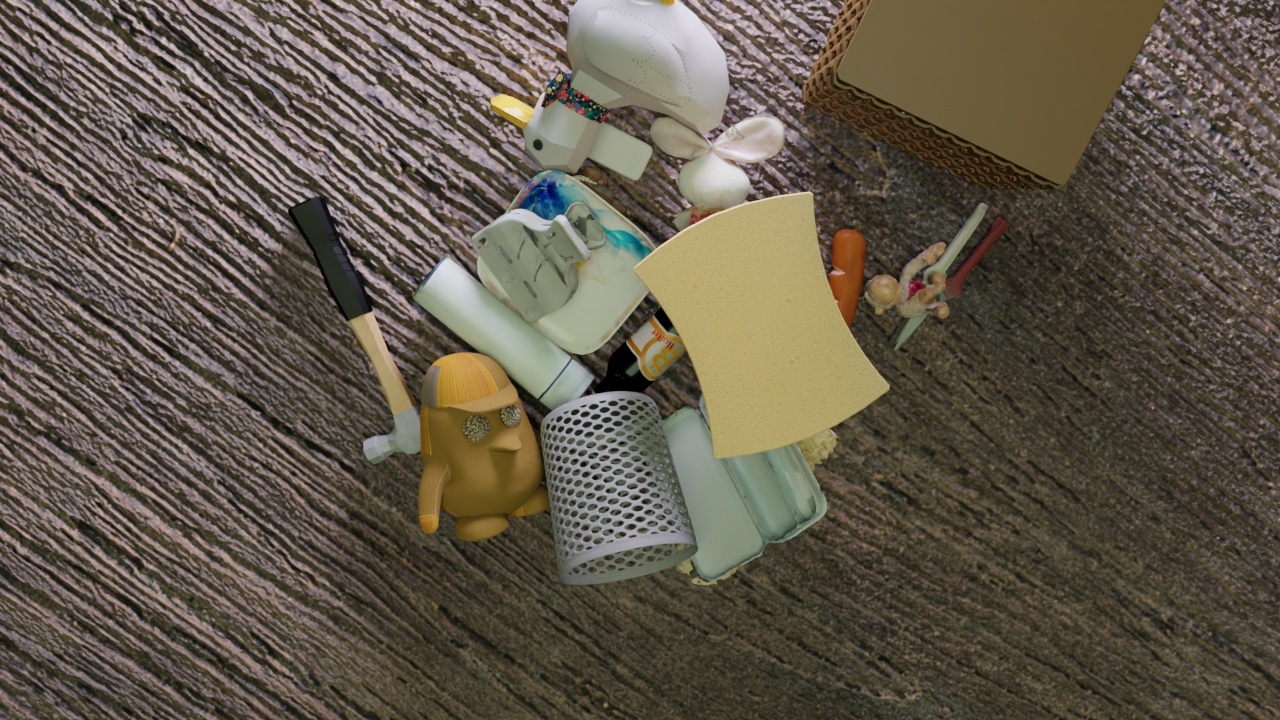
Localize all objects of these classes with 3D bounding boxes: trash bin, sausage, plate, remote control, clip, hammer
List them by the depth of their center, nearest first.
[{"bbox_3d":[-0.111,-0.121,1.045,0.144,0.074,0.125,-28,108,30],"label":"clip"},{"bbox_3d":[-0.031,0.145,1.052,0.156,0.156,0.183,-15,67,5],"label":"trash bin"},{"bbox_3d":[-0.058,-0.262,1.078,0.146,0.008,0.045,26,101,-3],"label":"remote control"},{"bbox_3d":[-0.085,-0.113,1.080,0.187,0.016,0.187,38,118,-5],"label":"plate"},{"bbox_3d":[0.235,-0.073,1.088,0.044,0.039,0.164,12,101,6],"label":"sausage"},{"bbox_3d":[-0.334,-0.040,1.117,0.131,0.039,0.328,-23,99,5],"label":"hammer"}]

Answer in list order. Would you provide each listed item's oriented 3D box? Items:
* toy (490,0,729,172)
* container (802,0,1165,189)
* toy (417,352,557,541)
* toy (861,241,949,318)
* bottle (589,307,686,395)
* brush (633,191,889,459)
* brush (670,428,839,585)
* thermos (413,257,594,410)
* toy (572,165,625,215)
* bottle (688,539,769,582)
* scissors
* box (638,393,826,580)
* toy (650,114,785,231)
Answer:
[{"bbox_3d":[-0.023,-0.317,1.003,0.247,0.140,0.268,24,109,1],"label":"toy"},{"bbox_3d":[0.338,-0.327,0.946,0.251,0.214,0.220,25,101,-3],"label":"container"},{"bbox_3d":[-0.185,0.089,1.068,0.163,0.198,0.203,1,108,47],"label":"toy"},{"bbox_3d":[0.306,-0.087,1.068,0.106,0.074,0.085,-6,63,37],"label":"toy"},{"bbox_3d":[-0.007,0.006,1.102,0.182,0.059,0.059,-43,97,9],"label":"bottle"},{"bbox_3d":[0.125,-0.038,0.971,0.195,0.075,0.250,-23,97,7],"label":"brush"},{"bbox_3d":[0.137,0.161,1.128,0.083,0.056,0.271,37,100,-8],"label":"brush"},{"bbox_3d":[-0.162,-0.026,1.098,0.230,0.068,0.068,40,99,-5],"label":"thermos"},{"bbox_3d":[-0.048,-0.185,1.075,0.102,0.042,0.054,47,60,-16],"label":"toy"},{"bbox_3d":[0.112,0.220,1.091,0.130,0.040,0.040,-37,97,9],"label":"bottle"},{"bbox_3d":[0.367,-0.094,1.093,0.146,0.015,0.188,1,103,1],"label":"scissors"},{"bbox_3d":[0.104,0.130,1.077,0.193,0.061,0.209,-42,60,27],"label":"box"},{"bbox_3d":[0.086,-0.185,1.053,0.159,0.084,0.194,3,105,21],"label":"toy"}]
